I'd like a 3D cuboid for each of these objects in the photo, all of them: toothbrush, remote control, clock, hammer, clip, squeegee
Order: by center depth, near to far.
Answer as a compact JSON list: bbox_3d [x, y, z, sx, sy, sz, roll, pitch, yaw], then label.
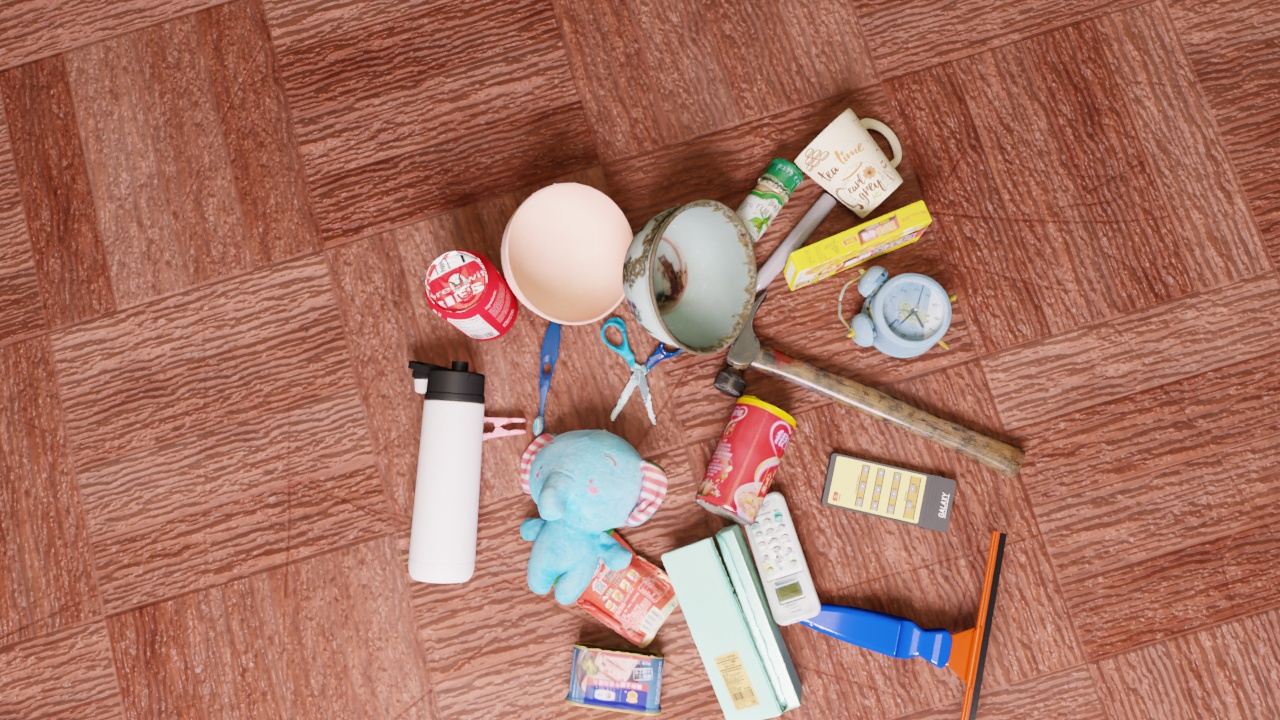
[{"bbox_3d":[0.253,0.279,0.935,0.185,0.055,0.249,11,83,13],"label":"squeegee"},{"bbox_3d":[0.145,0.206,0.957,0.050,0.022,0.133,-21,68,11],"label":"remote control"},{"bbox_3d":[0.263,0.141,0.977,0.133,0.013,0.058,12,83,5],"label":"remote control"},{"bbox_3d":[0.272,-0.052,0.983,0.124,0.052,0.088,13,83,1],"label":"clock"},{"bbox_3d":[0.252,0.038,0.984,0.330,0.033,0.120,23,83,5],"label":"hammer"},{"bbox_3d":[-0.155,0.077,1.005,0.060,0.023,0.043,17,88,7],"label":"clip"},{"bbox_3d":[-0.104,0.019,1.012,0.021,0.016,0.132,7,83,5],"label":"toothbrush"},{"bbox_3d":[0.151,-0.109,1.015,0.019,0.018,0.188,39,86,9],"label":"toothbrush"}]

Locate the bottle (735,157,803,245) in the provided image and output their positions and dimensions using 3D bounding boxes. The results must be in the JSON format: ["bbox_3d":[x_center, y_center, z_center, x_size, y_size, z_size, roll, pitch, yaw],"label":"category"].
[{"bbox_3d":[0.133,-0.171,1.014,0.042,0.042,0.110,36,86,7],"label":"bottle"}]

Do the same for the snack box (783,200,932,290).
[{"bbox_3d":[0.231,-0.122,0.984,0.152,0.075,0.025,-22,79,0],"label":"snack box"}]

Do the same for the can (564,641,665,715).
[{"bbox_3d":[-0.024,0.327,0.947,0.100,0.054,0.059,7,80,4],"label":"can"}]

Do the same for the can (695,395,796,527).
[{"bbox_3d":[0.109,0.105,0.956,0.067,0.067,0.124,24,76,6],"label":"can"}]

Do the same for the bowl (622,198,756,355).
[{"bbox_3d":[0.037,-0.088,0.970,0.094,0.159,0.159,7,80,46],"label":"bowl"}]

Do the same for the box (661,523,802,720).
[{"bbox_3d":[0.089,0.272,0.940,0.091,0.077,0.188,-22,83,8],"label":"box"}]

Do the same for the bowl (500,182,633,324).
[{"bbox_3d":[-0.088,-0.113,0.988,0.152,0.076,0.153,-2,94,-31],"label":"bowl"}]

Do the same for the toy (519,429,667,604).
[{"bbox_3d":[-0.070,0.152,0.938,0.184,0.115,0.180,13,71,30],"label":"toy"}]

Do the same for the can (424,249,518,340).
[{"bbox_3d":[-0.176,-0.067,0.964,0.074,0.142,0.074,0,82,3],"label":"can"}]

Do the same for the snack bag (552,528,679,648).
[{"bbox_3d":[-0.035,0.228,0.971,0.155,0.044,0.087,35,80,11],"label":"snack bag"}]

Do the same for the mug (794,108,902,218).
[{"bbox_3d":[0.243,-0.222,1.009,0.097,0.081,0.121,47,60,1],"label":"mug"}]

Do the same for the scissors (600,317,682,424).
[{"bbox_3d":[0.008,0.008,1.009,0.117,0.014,0.130,-15,82,0],"label":"scissors"}]

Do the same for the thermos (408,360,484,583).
[{"bbox_3d":[-0.216,0.115,0.981,0.101,0.068,0.230,0,84,35],"label":"thermos"}]
